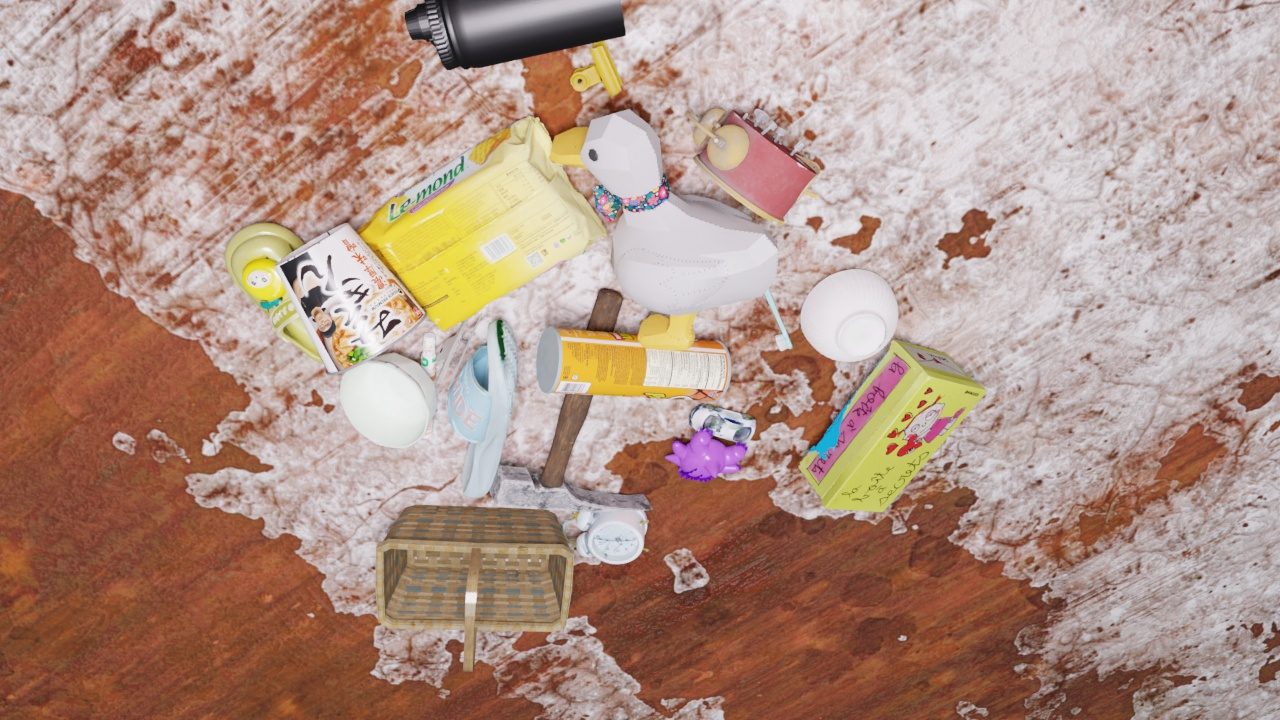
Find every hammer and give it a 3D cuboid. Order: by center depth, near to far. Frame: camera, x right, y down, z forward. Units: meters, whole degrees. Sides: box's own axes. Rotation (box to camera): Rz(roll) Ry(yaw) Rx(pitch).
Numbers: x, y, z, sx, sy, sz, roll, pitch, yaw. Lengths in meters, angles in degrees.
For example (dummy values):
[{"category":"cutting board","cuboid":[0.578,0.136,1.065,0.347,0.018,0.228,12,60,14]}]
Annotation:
[{"category":"hammer","cuboid":[-0.045,0.058,1.138,0.217,0.037,0.301,8,113,-27]}]

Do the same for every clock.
[{"category":"clock","cuboid":[0.113,-0.216,0.950,0.158,0.117,0.081,27,111,-28]},{"category":"clock","cuboid":[-0.046,0.230,1.240,0.117,0.057,0.083,1,121,2]}]

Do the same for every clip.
[{"category":"clip","cuboid":[-0.047,-0.293,0.940,0.049,0.044,0.054,-35,123,-14]},{"category":"clip","cuboid":[-0.213,-0.007,1.083,0.046,0.101,0.056,27,158,-13]}]

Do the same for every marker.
[{"category":"marker","cuboid":[-0.260,0.032,1.122,0.017,0.017,0.146,5,121,-9]}]

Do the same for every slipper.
[{"category":"slipper","cuboid":[-0.387,-0.059,1.019,0.092,0.081,0.190,-24,123,12]},{"category":"slipper","cuboid":[-0.197,0.065,1.101,0.074,0.104,0.246,8,125,-15]}]

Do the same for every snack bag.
[{"category":"snack bag","cuboid":[-0.173,-0.136,0.999,0.247,0.068,0.159,-29,120,12]}]

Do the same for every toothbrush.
[{"category":"toothbrush","cuboid":[0.147,-0.083,1.093,0.017,0.016,0.181,-17,122,15]}]

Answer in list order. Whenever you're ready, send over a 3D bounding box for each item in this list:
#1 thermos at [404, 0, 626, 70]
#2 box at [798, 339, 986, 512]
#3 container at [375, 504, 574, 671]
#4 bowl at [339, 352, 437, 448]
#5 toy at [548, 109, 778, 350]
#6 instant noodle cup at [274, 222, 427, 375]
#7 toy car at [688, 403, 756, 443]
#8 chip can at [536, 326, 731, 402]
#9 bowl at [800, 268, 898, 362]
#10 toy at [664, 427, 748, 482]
[{"category":"thermos","cuboid":[-0.120,-0.333,0.875,0.198,0.086,0.086,-12,121,2]},{"category":"box","cuboid":[0.313,0.090,1.158,0.124,0.082,0.221,13,119,-37]},{"category":"container","cuboid":[-0.214,0.293,1.184,0.250,0.186,0.158,3,120,-8]},{"category":"bowl","cuboid":[-0.290,0.040,1.089,0.117,0.061,0.118,9,120,15]},{"category":"toy","cuboid":[0.031,-0.134,0.952,0.247,0.140,0.268,19,145,28]},{"category":"instant noodle cup","cuboid":[-0.308,-0.069,0.957,0.124,0.123,0.122,-26,110,10]},{"category":"toy car","cuboid":[0.107,0.083,1.183,0.089,0.027,0.039,14,120,-14]},{"category":"chip can","cuboid":[-0.006,0.006,1.060,0.214,0.075,0.075,4,122,-25]},{"category":"bowl","cuboid":[0.257,-0.044,1.100,0.118,0.062,0.118,-2,121,-4]},{"category":"toy","cuboid":[0.081,0.129,1.185,0.106,0.055,0.088,23,156,-21]}]
